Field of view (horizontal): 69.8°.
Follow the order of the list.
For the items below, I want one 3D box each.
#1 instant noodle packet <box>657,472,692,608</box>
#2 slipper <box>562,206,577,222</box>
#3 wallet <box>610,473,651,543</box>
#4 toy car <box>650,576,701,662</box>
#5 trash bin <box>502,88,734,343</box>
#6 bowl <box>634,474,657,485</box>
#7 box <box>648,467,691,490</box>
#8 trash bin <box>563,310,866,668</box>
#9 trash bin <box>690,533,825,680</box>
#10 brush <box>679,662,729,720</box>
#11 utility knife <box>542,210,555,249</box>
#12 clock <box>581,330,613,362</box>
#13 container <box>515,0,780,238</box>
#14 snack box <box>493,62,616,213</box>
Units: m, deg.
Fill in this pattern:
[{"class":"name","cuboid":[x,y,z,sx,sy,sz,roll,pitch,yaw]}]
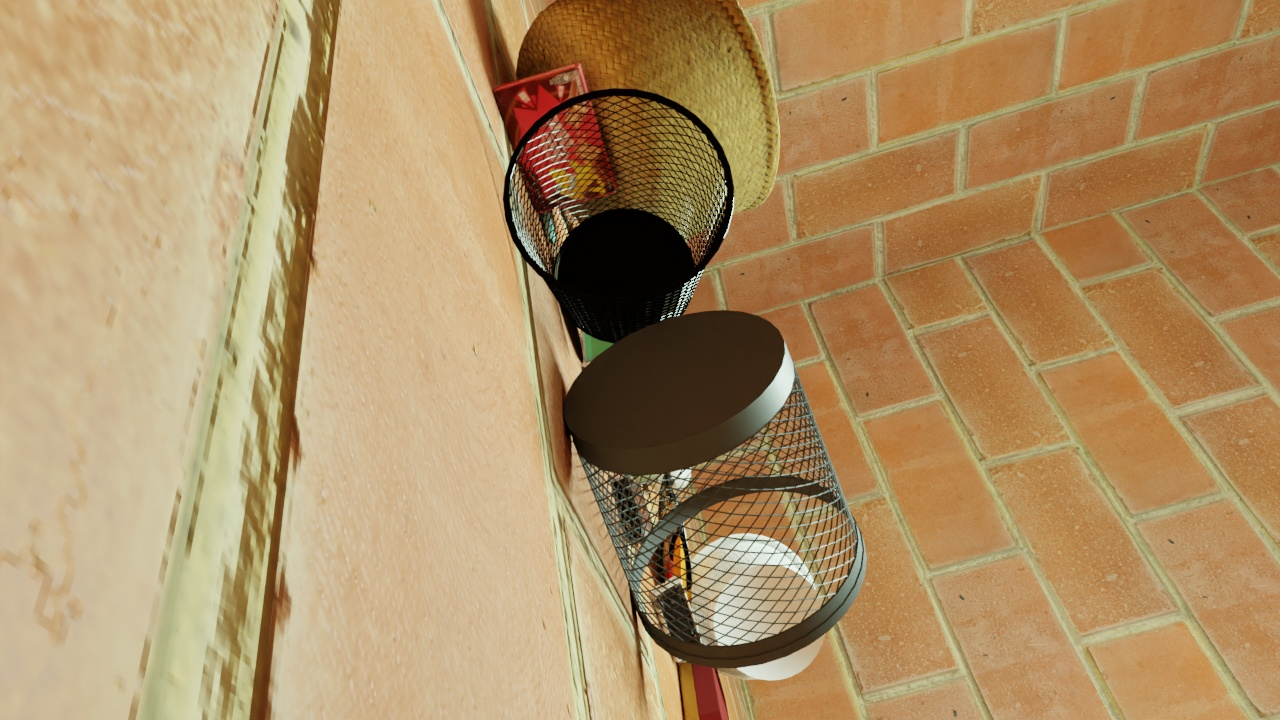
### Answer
[{"class":"instant noodle packet","cuboid":[0.044,0.253,1.208,0.220,0.032,0.160,-99,-173,-71]},{"class":"slipper","cuboid":[-0.082,-0.259,1.335,0.197,0.081,0.093,-105,177,-77]},{"class":"wallet","cuboid":[-0.007,0.162,0.993,0.123,0.019,0.072,66,8,-73]},{"class":"toy car","cuboid":[0.039,0.290,1.041,0.039,0.039,0.113,38,-30,57]},{"class":"trash bin","cuboid":[-0.017,-0.109,0.834,0.210,0.184,0.184,88,-13,-77]},{"class":"bowl","cuboid":[0.003,0.094,1.279,0.152,0.050,0.152,-13,87,-87]},{"class":"box","cuboid":[0.032,0.134,1.410,0.140,0.083,0.141,71,-2,-71]},{"class":"trash bin","cuboid":[0.062,0.103,0.794,0.217,0.218,0.227,-101,171,-60]},{"class":"trash bin","cuboid":[0.149,0.323,1.173,0.200,0.195,0.195,98,-23,-81]},{"class":"brush","cuboid":[0.074,0.398,1.039,0.173,0.042,0.082,-96,170,-76]},{"class":"utility knife","cuboid":[-0.105,-0.167,1.005,0.022,0.015,0.126,70,8,-73]},{"class":"clock","cuboid":[-0.042,-0.042,1.011,0.121,0.075,0.162,-102,-172,-66]},{"class":"container","cuboid":[-0.005,-0.286,1.051,0.307,0.196,0.308,47,-26,31]},{"class":"snack box","cuboid":[-0.084,-0.222,0.928,0.021,0.089,0.133,-94,168,-60]}]
